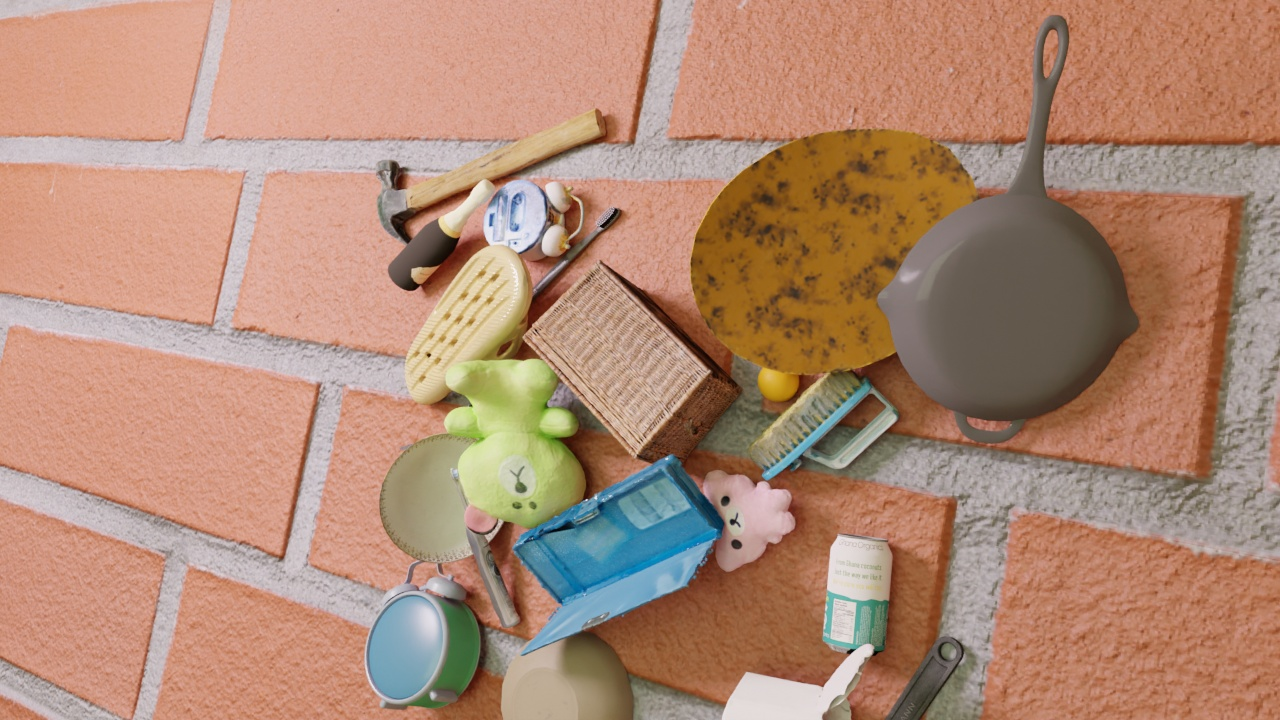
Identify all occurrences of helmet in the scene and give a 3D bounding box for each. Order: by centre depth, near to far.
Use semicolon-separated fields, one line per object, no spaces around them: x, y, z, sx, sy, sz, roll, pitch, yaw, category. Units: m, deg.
0.168;-0.103;0.847;0.255;0.131;0.205;-18;101;4;helmet

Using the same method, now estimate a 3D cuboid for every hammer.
-0.190;-0.231;1.122;0.331;0.033;0.132;-16;72;24;hammer

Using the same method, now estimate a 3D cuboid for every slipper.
-0.188;-0.036;1.063;0.262;0.079;0.111;-41;61;36;slipper

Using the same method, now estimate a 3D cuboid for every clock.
-0.243;0.306;1.035;0.122;0.075;0.161;-18;61;25;clock
-0.121;-0.161;1.060;0.126;0.052;0.088;-1;80;28;clock

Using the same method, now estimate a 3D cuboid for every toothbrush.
-0.175;0.205;1.009;0.024;0.022;0.185;-20;91;29;toothbrush
-0.084;-0.116;1.056;0.168;0.013;0.013;-44;64;17;toothbrush

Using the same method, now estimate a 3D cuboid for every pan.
0.318;-0.102;0.761;0.216;0.024;0.355;6;100;3;pan

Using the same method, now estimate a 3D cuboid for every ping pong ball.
0.135;0.021;0.898;0.040;0.040;0.040;-5;79;27;ping pong ball

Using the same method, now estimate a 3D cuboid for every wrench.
0.205;0.360;0.813;0.073;0.018;0.273;36;97;37;wrench

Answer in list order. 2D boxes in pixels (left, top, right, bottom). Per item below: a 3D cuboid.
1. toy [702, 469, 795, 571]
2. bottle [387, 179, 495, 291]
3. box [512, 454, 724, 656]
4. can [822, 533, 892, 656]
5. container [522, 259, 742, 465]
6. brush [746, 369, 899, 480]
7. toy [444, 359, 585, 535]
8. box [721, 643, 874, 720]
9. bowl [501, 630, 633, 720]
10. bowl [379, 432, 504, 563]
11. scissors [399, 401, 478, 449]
0.106;0.149;0.881;0.096;0.052;0.099;-17;78;40;toy
-0.235;-0.153;1.101;0.185;0.045;0.045;-38;65;31;bottle
-0.043;0.192;0.882;0.232;0.112;0.094;-31;99;34;box
0.195;0.209;0.824;0.055;0.055;0.101;3;83;28;can
-0.005;0.005;0.934;0.113;0.113;0.198;-47;65;8;container
0.169;0.069;0.866;0.075;0.055;0.136;46;104;4;brush
-0.133;0.089;0.984;0.150;0.107;0.197;-2;112;0;toy
0.140;0.299;0.799;0.147;0.083;0.136;0;109;33;box
-0.086;0.357;0.950;0.153;0.050;0.152;-5;79;27;bowl
-0.225;0.153;1.036;0.063;0.145;0.145;175;104;-66;bowl
-0.217;0.085;1.090;0.165;0.012;0.150;19;90;30;scissors
